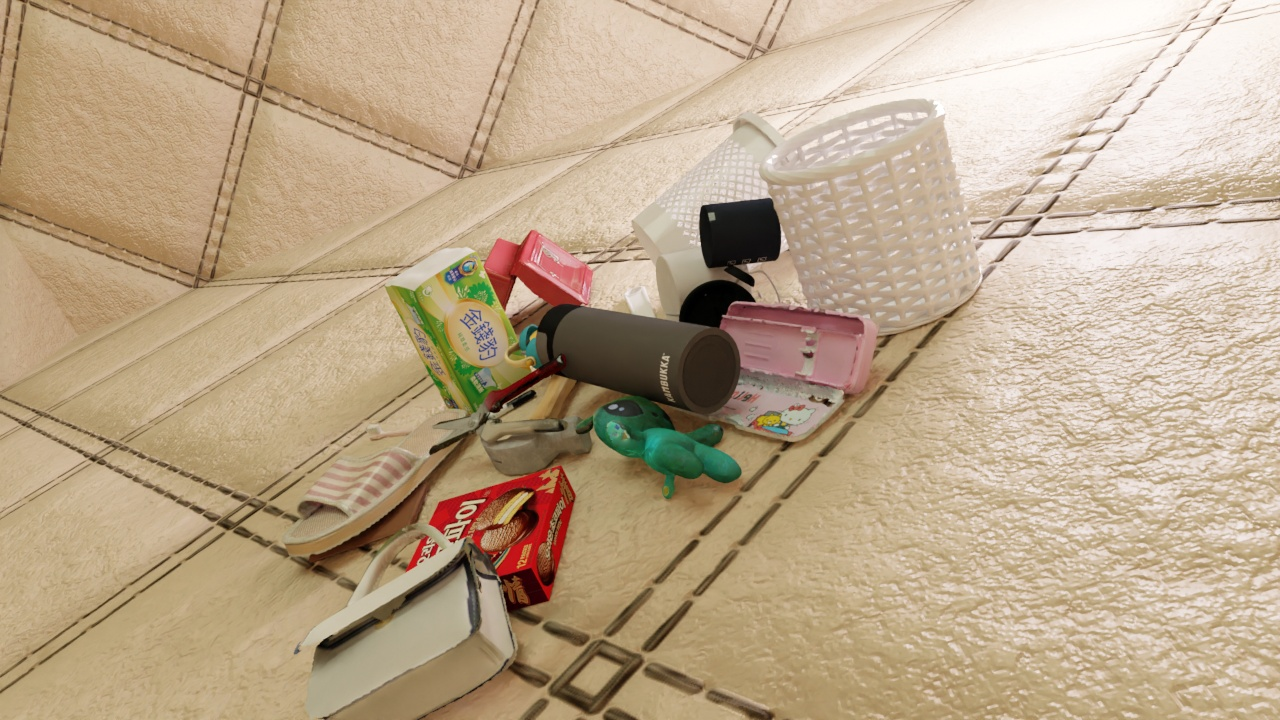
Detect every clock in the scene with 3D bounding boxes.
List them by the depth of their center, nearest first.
[{"bbox_3d":[0.097,-0.053,1.021,0.121,0.091,0.042,-29,12,3],"label":"clock"},{"bbox_3d":[-0.104,-0.023,1.119,0.129,0.044,0.099,-22,20,-10],"label":"clock"}]

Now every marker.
[{"bbox_3d":[-0.194,0.075,1.119,0.152,0.011,0.011,-30,23,-14],"label":"marker"}]

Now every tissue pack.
[{"bbox_3d":[-0.248,-0.040,1.182,0.120,0.198,0.142,-31,25,-34],"label":"tissue pack"}]

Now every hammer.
[{"bbox_3d":[-0.094,0.028,1.093,0.131,0.039,0.327,-17,23,19],"label":"hammer"}]

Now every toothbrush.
[{"bbox_3d":[-0.287,0.086,1.177,0.182,0.018,0.015,-7,28,32],"label":"toothbrush"}]

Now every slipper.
[{"bbox_3d":[-0.293,0.121,1.026,0.115,0.052,0.262,-6,25,38],"label":"slipper"}]

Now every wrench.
[{"bbox_3d":[0.007,-0.054,1.205,0.066,0.018,0.273,-23,21,1],"label":"wrench"}]

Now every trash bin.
[{"bbox_3d":[0.107,-0.185,1.203,0.199,0.195,0.195,-35,23,-3],"label":"trash bin"}]

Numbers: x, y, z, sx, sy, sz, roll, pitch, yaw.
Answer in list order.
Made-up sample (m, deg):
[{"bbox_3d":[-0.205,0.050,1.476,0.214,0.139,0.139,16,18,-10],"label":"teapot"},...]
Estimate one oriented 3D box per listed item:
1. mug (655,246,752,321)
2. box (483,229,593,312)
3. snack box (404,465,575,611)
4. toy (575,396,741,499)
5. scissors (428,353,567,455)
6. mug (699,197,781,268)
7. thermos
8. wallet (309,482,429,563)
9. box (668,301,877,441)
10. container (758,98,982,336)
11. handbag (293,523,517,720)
[{"bbox_3d":[0.079,-0.077,1.088,0.090,0.091,0.121,-14,63,-11],"label":"mug"},{"bbox_3d":[-0.187,-0.100,1.411,0.170,0.156,0.156,-46,16,20],"label":"box"},{"bbox_3d":[-0.136,0.167,0.825,0.133,0.036,0.151,-18,23,13],"label":"snack box"},{"bbox_3d":[0.012,0.078,0.846,0.130,0.072,0.193,9,8,-33],"label":"toy"},{"bbox_3d":[-0.146,0.055,0.976,0.179,0.015,0.185,31,87,43],"label":"scissors"},{"bbox_3d":[0.108,-0.150,1.045,0.077,0.071,0.105,-7,26,-6],"label":"mug"},{"bbox_3d":[-0.012,-0.007,0.947,0.082,0.082,0.241,-37,30,-29],"label":"thermos"},{"bbox_3d":[-0.292,0.174,0.990,0.121,0.013,0.087,-20,23,9],"label":"wallet"},{"bbox_3d":[0.131,0.012,0.906,0.202,0.066,0.153,13,69,55],"label":"box"},{"bbox_3d":[0.243,-0.149,0.961,0.189,0.187,0.189,-20,23,9],"label":"container"},{"bbox_3d":[-0.187,0.188,0.718,0.151,0.074,0.176,-28,36,3],"label":"handbag"}]
